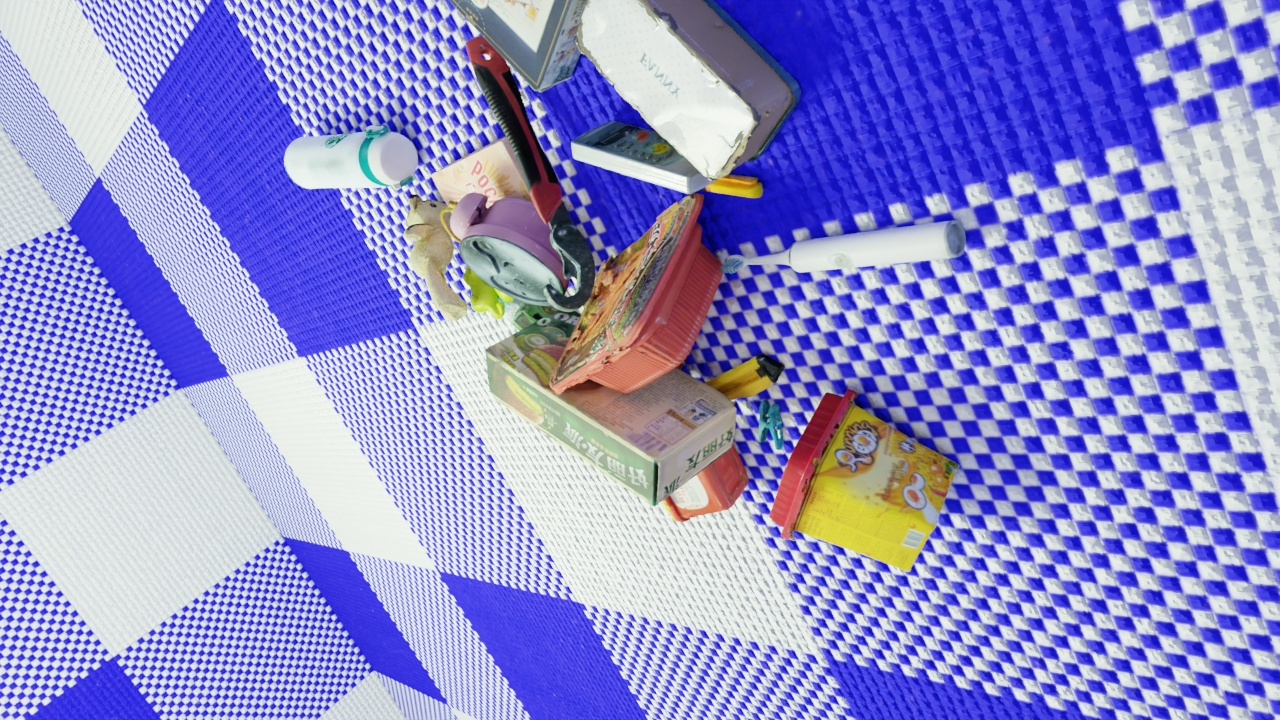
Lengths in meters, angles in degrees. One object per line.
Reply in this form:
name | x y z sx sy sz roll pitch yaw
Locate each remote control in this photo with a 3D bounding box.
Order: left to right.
remote control | 0.007 -0.172 0.768 0.135 0.056 0.019 25 137 35

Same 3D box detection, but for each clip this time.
clip | 0.125 0.062 0.883 0.041 0.014 0.056 23 138 34

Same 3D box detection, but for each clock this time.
clock | -0.137 -0.118 0.941 0.158 0.059 0.117 17 156 16

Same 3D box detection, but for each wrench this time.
wrench | -0.102 -0.177 0.857 0.016 0.056 0.273 -25 85 64

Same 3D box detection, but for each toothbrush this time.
toothbrush | 0.146 -0.084 0.715 0.221 0.026 0.027 0 127 49

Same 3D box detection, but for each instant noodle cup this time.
instant noodle cup | 0.001 -0.045 0.822 0.079 0.164 0.189 34 150 -16
instant noodle cup | 0.189 0.106 0.774 0.124 0.115 0.116 24 139 17

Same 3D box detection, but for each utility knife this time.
utility knife | 0.060 0.042 0.907 0.033 0.015 0.217 51 136 -8

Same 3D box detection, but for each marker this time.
marker | 0.050 -0.152 0.771 0.124 0.018 0.015 18 134 40

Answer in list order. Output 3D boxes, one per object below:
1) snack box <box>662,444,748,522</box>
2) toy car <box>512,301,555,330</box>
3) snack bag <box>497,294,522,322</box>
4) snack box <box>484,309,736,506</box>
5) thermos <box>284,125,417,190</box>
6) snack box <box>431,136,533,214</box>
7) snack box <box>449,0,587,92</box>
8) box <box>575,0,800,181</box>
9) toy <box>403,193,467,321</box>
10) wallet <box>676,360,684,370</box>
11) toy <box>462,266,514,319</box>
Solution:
snack box | 0.059 0.115 0.953 0.080 0.081 0.091 -11 113 42
toy car | -0.102 -0.030 1.027 0.091 0.036 0.043 40 127 -5
snack bag | -0.156 -0.073 1.072 0.104 0.026 0.048 38 128 18
snack box | -0.034 0.036 0.895 0.240 0.114 0.063 29 135 33
thermos | -0.350 -0.243 1.106 0.225 0.073 0.073 10 128 44
snack box | -0.160 -0.182 0.978 0.158 0.026 0.084 -6 117 51
snack box | -0.105 -0.347 0.747 0.178 0.045 0.183 47 145 7
box | 0.036 -0.218 0.692 0.184 0.060 0.090 46 146 4
toy | -0.231 -0.117 1.049 0.105 0.066 0.157 58 -167 -67
wallet | -0.006 0.006 0.968 0.108 0.031 0.132 39 145 21
toy | -0.160 -0.096 1.036 0.100 0.031 0.097 -12 96 36
